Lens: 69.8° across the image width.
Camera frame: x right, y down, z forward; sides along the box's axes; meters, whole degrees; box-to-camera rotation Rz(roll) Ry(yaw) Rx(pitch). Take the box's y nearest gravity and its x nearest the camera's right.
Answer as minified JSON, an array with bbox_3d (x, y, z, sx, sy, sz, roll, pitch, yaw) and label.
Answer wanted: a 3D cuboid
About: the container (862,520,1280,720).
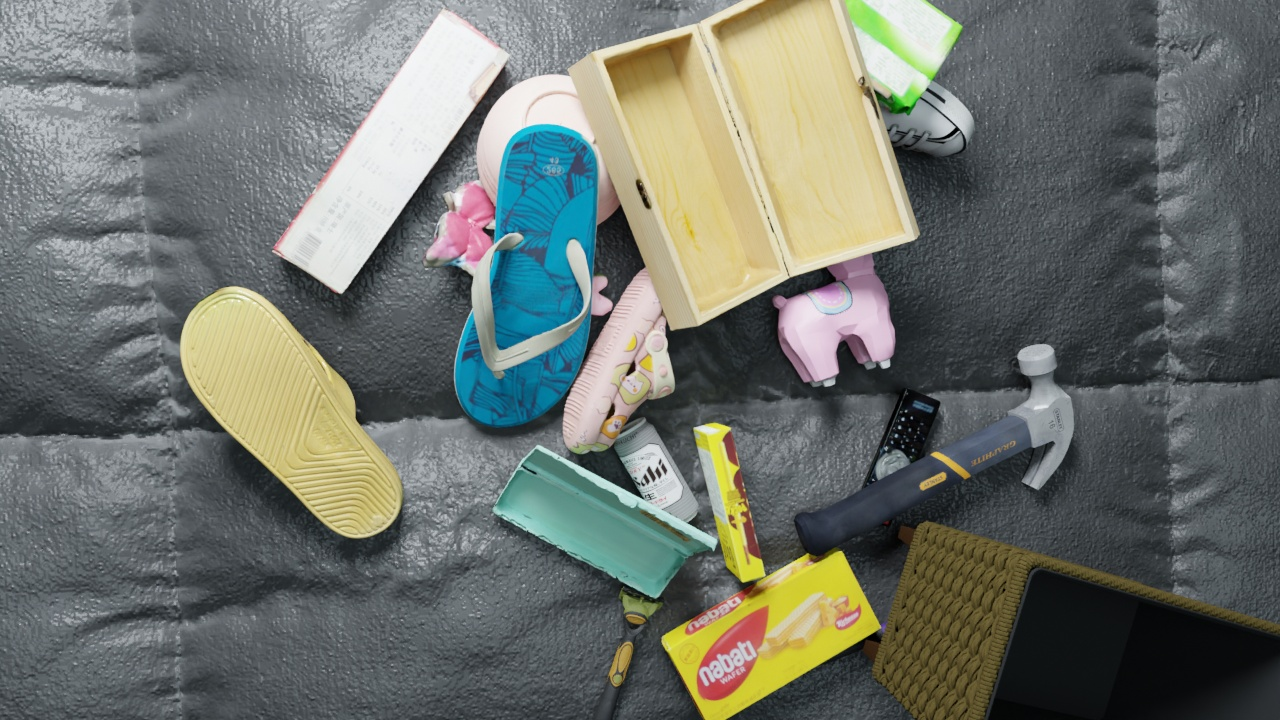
[{"bbox_3d":[0.385,0.269,0.845,0.320,0.205,0.176,18,89,-18],"label":"container"}]

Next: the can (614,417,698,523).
[{"bbox_3d":[0.014,0.110,0.893,0.044,0.044,0.106,-30,96,-6],"label":"can"}]

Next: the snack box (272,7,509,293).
[{"bbox_3d":[-0.230,-0.193,0.851,0.076,0.044,0.273,34,88,-13],"label":"snack box"}]

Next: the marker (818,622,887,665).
[{"bbox_3d":[0.235,0.287,0.942,0.134,0.015,0.018,-20,64,-7],"label":"marker"}]

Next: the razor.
[{"bbox_3d":[-0.018,0.297,0.908,0.044,0.021,0.144,18,92,-8],"label":"razor"}]

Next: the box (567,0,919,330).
[{"bbox_3d":[0.094,-0.185,0.821,0.253,0.118,0.248,-20,100,5],"label":"box"}]

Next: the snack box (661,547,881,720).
[{"bbox_3d":[0.129,0.271,0.914,0.200,0.042,0.092,-28,96,-6],"label":"snack box"}]

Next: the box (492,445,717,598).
[{"bbox_3d":[-0.034,0.146,0.858,0.187,0.055,0.139,30,132,-9],"label":"box"}]

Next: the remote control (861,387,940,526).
[{"bbox_3d":[0.260,0.099,0.938,0.045,0.021,0.140,20,93,-16],"label":"remote control"}]

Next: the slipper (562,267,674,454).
[{"bbox_3d":[-0.005,0.005,0.870,0.081,0.093,0.197,28,82,-18],"label":"slipper"}]

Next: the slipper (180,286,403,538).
[{"bbox_3d":[-0.312,0.050,0.834,0.099,0.078,0.263,-34,113,-6],"label":"slipper"}]

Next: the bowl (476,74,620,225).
[{"bbox_3d":[-0.076,-0.199,0.838,0.153,0.076,0.153,2,77,-8],"label":"bowl"}]

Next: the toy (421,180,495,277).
[{"bbox_3d":[-0.165,-0.119,0.863,0.065,0.050,0.102,23,61,-22],"label":"toy"}]

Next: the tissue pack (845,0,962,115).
[{"bbox_3d":[0.219,-0.286,0.825,0.114,0.034,0.099,36,83,-2],"label":"tissue pack"}]

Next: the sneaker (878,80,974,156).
[{"bbox_3d":[0.197,-0.234,0.883,0.245,0.091,0.097,19,90,-9],"label":"sneaker"}]

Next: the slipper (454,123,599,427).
[{"bbox_3d":[-0.095,-0.059,0.816,0.118,0.060,0.295,7,115,-14],"label":"slipper"}]

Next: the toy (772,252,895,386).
[{"bbox_3d":[0.191,-0.060,0.901,0.123,0.067,0.157,-16,90,-6],"label":"toy"}]

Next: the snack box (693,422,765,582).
[{"bbox_3d":[0.086,0.136,0.895,0.025,0.061,0.149,-14,94,-8],"label":"snack box"}]

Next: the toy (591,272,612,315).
[{"bbox_3d":[-0.079,-0.074,0.876,0.109,0.041,0.095,46,74,-10],"label":"toy"}]

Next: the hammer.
[{"bbox_3d":[0.295,0.107,0.920,0.312,0.035,0.139,-24,107,-10],"label":"hammer"}]
